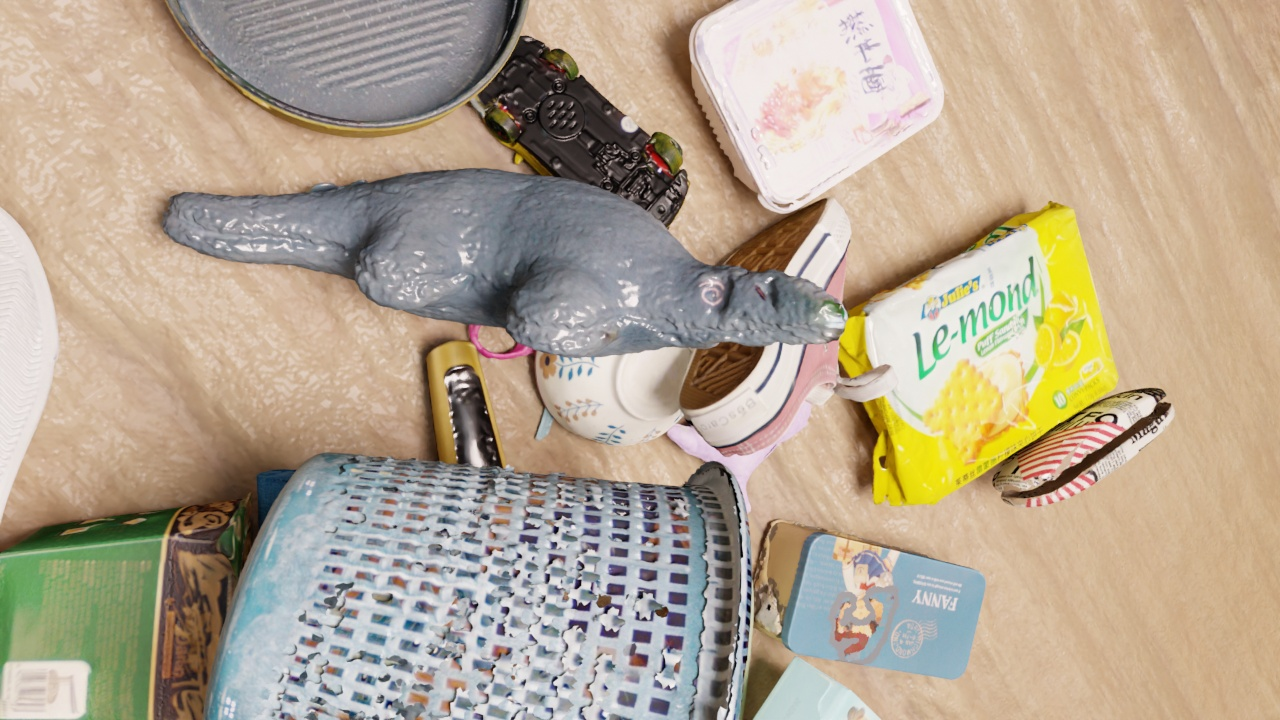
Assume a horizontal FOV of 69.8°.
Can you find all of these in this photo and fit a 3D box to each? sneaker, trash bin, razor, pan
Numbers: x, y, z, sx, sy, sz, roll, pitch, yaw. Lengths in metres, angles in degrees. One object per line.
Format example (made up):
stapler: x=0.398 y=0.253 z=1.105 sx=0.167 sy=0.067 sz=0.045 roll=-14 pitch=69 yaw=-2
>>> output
sneaker: x=0.094 y=-0.016 z=0.579 sx=0.088 sy=0.119 sz=0.240 roll=51 pitch=38 yaw=-20
trash bin: x=-0.077 y=0.135 z=0.424 sx=0.195 sy=0.227 sz=0.226 roll=15 pitch=86 yaw=-6
razor: x=-0.098 y=0.071 z=0.552 sx=0.062 sy=0.068 sz=0.167 roll=-11 pitch=90 yaw=-23
sneaker: x=-0.348 y=0.038 z=0.433 sx=0.089 sy=0.091 sz=0.242 roll=22 pitch=62 yaw=-53
pan: x=-0.087 y=-0.255 z=0.517 sx=0.356 sy=0.078 sz=0.198 roll=-26 pitch=97 yaw=-19

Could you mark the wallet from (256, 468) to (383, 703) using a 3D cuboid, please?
wallet: x=-0.164 y=0.127 z=0.524 sx=0.106 sy=0.040 sz=0.133 roll=0 pitch=93 yaw=0

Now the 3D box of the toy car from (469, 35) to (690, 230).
toy car: x=-0.037 y=-0.137 z=0.576 sx=0.156 sy=0.041 sz=0.071 roll=41 pitch=76 yaw=-5

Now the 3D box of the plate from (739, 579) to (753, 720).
plate: x=0.036 y=0.236 z=0.555 sx=0.027 sy=0.230 sz=0.230 roll=7 pitch=89 yaw=16

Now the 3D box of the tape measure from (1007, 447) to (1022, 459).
tape measure: x=0.332 y=0.088 z=0.758 sx=0.057 sy=0.039 sz=0.057 roll=10 pitch=79 yaw=-18

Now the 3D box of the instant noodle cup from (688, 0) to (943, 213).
instant noodle cup: x=0.113 y=-0.193 z=0.635 sx=0.173 sy=0.060 sz=0.138 roll=-34 pitch=105 yaw=-21

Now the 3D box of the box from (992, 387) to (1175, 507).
box: x=0.339 y=0.061 z=0.708 sx=0.164 sy=0.072 sz=0.060 roll=-26 pitch=110 yaw=-23

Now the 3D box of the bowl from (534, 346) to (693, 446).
bowl: x=-0.003 y=0.003 z=0.579 sx=0.113 sy=0.062 sz=0.113 roll=-6 pitch=104 yaw=-27

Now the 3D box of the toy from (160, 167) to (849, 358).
toy: x=-0.067 y=-0.055 z=0.503 sx=0.356 sy=0.137 sz=0.091 roll=11 pitch=107 yaw=9

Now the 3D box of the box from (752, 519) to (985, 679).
box: x=0.172 y=0.178 z=0.677 sx=0.184 sy=0.062 sz=0.089 roll=14 pitch=87 yaw=-23

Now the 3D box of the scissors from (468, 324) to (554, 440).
scissors: x=-0.047 y=-0.012 z=0.595 sx=0.133 sy=0.017 sz=0.133 roll=21 pitch=87 yaw=-28

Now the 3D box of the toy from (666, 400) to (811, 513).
toy: x=0.080 y=0.044 z=0.640 sx=0.107 sy=0.039 sz=0.084 roll=-44 pitch=103 yaw=-23

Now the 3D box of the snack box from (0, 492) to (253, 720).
snack box: x=-0.253 y=0.128 z=0.454 sx=0.105 sy=0.118 sz=0.118 roll=2 pitch=89 yaw=-20

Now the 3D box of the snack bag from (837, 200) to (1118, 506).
snack bag: x=0.253 y=-0.007 z=0.702 sx=0.246 sy=0.068 sz=0.158 roll=-26 pitch=103 yaw=-21

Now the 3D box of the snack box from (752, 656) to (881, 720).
snack box: x=0.141 y=0.282 z=0.646 sx=0.074 sy=0.052 sz=0.175 roll=-53 pitch=129 yaw=-14
